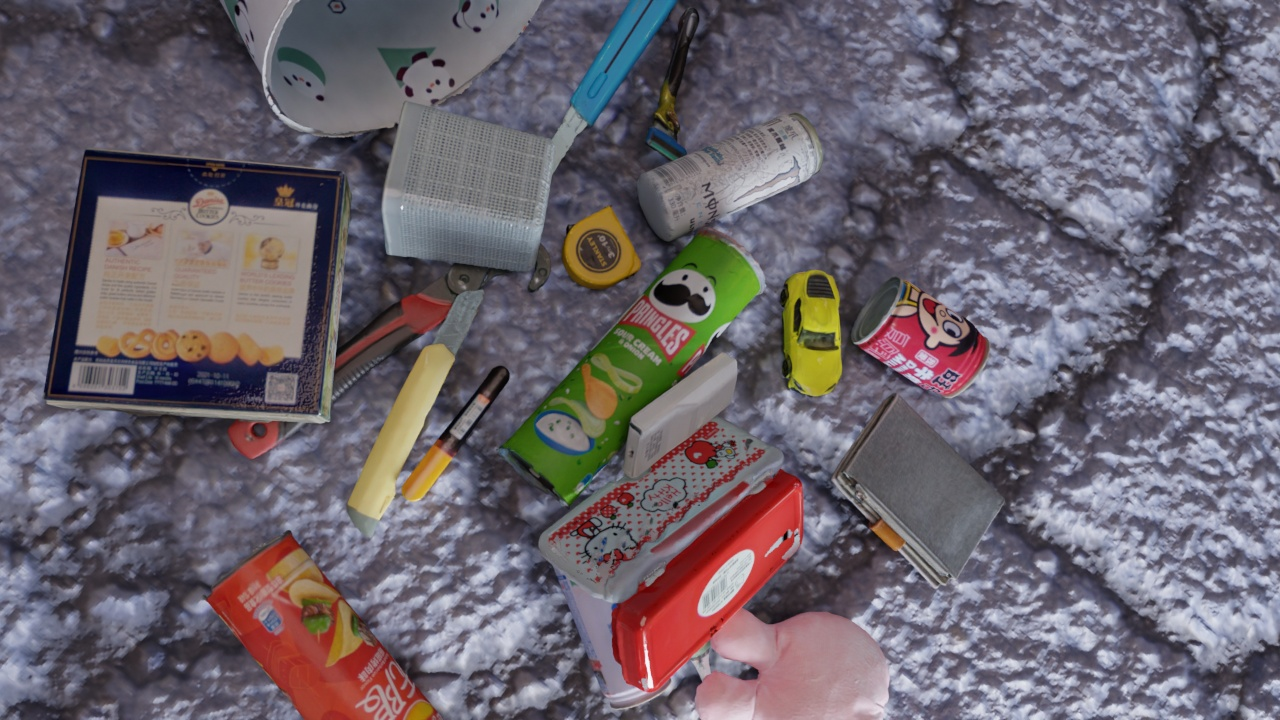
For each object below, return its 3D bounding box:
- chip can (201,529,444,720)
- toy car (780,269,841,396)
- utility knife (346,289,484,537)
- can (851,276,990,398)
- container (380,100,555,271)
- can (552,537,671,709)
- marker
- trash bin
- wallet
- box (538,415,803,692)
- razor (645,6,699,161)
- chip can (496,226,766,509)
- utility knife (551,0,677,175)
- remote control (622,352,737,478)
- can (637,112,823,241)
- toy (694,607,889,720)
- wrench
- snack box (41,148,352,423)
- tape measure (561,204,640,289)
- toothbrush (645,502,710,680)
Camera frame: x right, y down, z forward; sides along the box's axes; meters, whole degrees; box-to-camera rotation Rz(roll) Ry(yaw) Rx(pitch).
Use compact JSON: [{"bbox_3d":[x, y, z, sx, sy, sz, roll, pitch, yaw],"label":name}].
[{"bbox_3d":[-0.202,0.220,0.630,0.073,0.073,0.216,-38,90,-14],"label":"chip can"},{"bbox_3d":[0.144,-0.023,0.757,0.048,0.032,0.105,1,83,-12],"label":"toy car"},{"bbox_3d":[-0.167,0.034,0.683,0.031,0.021,0.201,26,88,-10],"label":"utility knife"},{"bbox_3d":[0.231,-0.018,0.756,0.094,0.067,0.066,32,77,-6],"label":"can"},{"bbox_3d":[-0.124,-0.123,0.676,0.111,0.090,0.089,9,69,-8],"label":"container"},{"bbox_3d":[-0.024,0.184,0.680,0.053,0.053,0.134,-21,87,-14],"label":"can"},{"bbox_3d":[-0.139,0.054,0.696,0.018,0.015,0.123,37,74,-6],"label":"marker"},{"bbox_3d":[-0.219,-0.327,0.634,0.229,0.230,0.252,-34,84,-14],"label":"trash bin"},{"bbox_3d":[0.225,0.108,0.754,0.129,0.037,0.106,44,65,-4],"label":"wallet"},{"bbox_3d":[0.029,0.131,0.676,0.200,0.100,0.110,-32,128,-39],"label":"box"},{"bbox_3d":[0.028,-0.233,0.767,0.042,0.022,0.142,24,71,-41],"label":"razor"},{"bbox_3d":[-0.004,0.004,0.702,0.072,0.072,0.235,43,77,-3],"label":"chip can"},{"bbox_3d":[-0.037,-0.221,0.755,0.034,0.018,0.234,32,78,-7],"label":"utility knife"},{"bbox_3d":[0.032,0.039,0.691,0.024,0.049,0.124,31,44,27],"label":"remote control"},{"bbox_3d":[0.072,-0.150,0.746,0.146,0.058,0.058,-25,88,-14],"label":"can"},{"bbox_3d":[0.117,0.246,0.699,0.159,0.054,0.121,23,69,-14],"label":"toy"},{"bbox_3d":[-0.187,-0.017,0.695,0.273,0.016,0.056,-35,90,-15],"label":"wrench"},{"bbox_3d":[-0.306,-0.051,0.650,0.178,0.046,0.182,4,79,-7],"label":"snack box"},{"bbox_3d":[-0.034,-0.085,0.729,0.057,0.029,0.060,-29,89,-15],"label":"tape measure"},{"bbox_3d":[0.034,0.191,0.706,0.026,0.027,0.224,-20,85,22],"label":"toothbrush"}]
